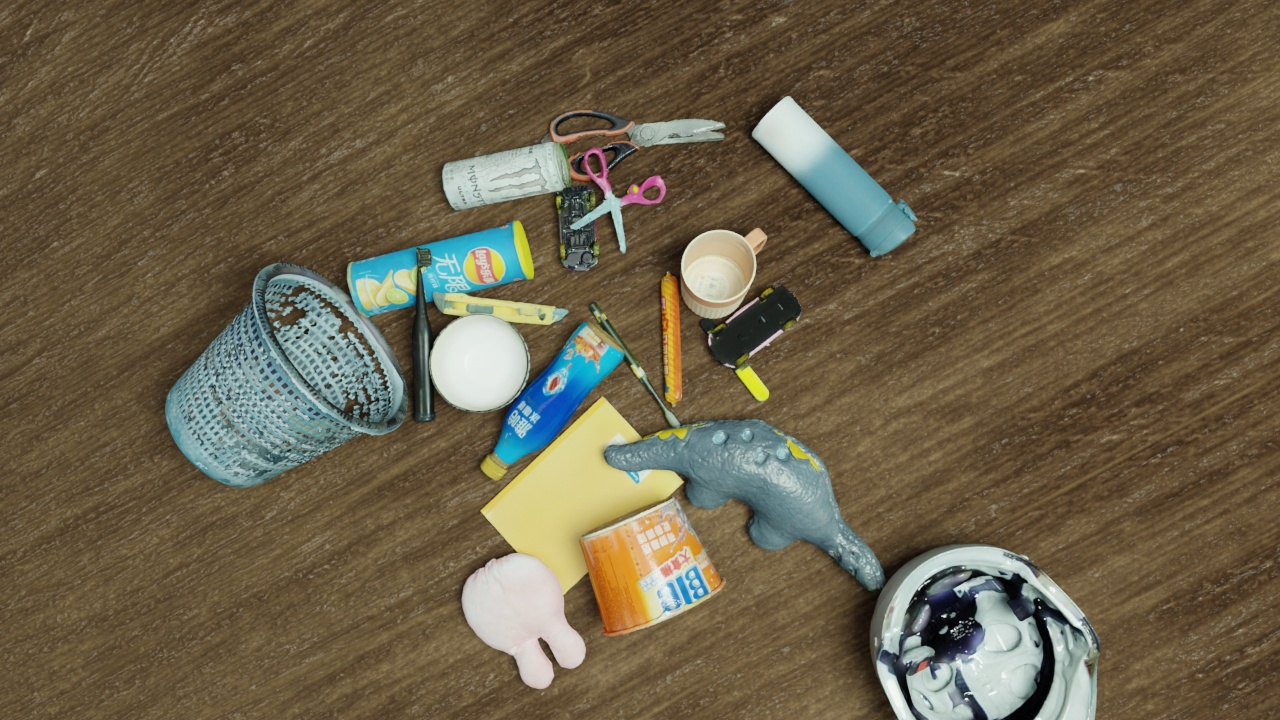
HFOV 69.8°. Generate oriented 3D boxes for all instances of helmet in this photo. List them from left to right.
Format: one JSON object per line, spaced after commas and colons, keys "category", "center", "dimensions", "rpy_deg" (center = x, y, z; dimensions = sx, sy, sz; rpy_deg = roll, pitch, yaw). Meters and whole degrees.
{"category": "helmet", "center": [0.363, 0.319, 1.013], "dimensions": [0.229, 0.146, 0.258], "rpy_deg": [-36, 95, 2]}

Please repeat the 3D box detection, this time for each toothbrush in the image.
{"category": "toothbrush", "center": [-0.256, -0.029, 1.082], "dimensions": [0.027, 0.026, 0.213], "rpy_deg": [0, 110, -11]}
{"category": "toothbrush", "center": [-0.007, 0.006, 1.113], "dimensions": [0.012, 0.017, 0.186], "rpy_deg": [-35, 84, 3]}

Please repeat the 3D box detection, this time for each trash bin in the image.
{"category": "trash bin", "center": [-0.415, 0.034, 1.047], "dimensions": [0.195, 0.226, 0.226], "rpy_deg": [-33, 86, 13]}

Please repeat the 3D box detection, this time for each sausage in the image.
{"category": "sausage", "center": [0.038, -0.026, 1.108], "dimensions": [0.021, 0.021, 0.165], "rpy_deg": [-2, 87, 3]}

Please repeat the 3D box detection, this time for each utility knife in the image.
{"category": "utility knife", "center": [-0.168, -0.063, 1.103], "dimensions": [0.162, 0.018, 0.031], "rpy_deg": [3, 123, -20]}

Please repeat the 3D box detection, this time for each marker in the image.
{"category": "marker", "center": [0.113, -0.002, 1.108], "dimensions": [0.018, 0.015, 0.124], "rpy_deg": [-37, 83, -6]}

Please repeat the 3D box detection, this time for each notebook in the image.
{"category": "notebook", "center": [-0.071, 0.165, 1.110], "dimensions": [0.206, 0.010, 0.146], "rpy_deg": [-44, 86, 0]}

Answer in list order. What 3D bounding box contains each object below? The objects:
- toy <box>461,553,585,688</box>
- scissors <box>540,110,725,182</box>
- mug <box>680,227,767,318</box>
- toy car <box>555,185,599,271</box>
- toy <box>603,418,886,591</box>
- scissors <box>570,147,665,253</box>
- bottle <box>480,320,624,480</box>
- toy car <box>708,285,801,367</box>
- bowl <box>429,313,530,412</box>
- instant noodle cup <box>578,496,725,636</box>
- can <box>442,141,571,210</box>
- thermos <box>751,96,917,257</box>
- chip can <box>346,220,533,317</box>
{"category": "toy", "center": [-0.138, 0.306, 1.083], "dimensions": [0.121, 0.054, 0.159], "rpy_deg": [-34, 85, 9]}
{"category": "scissors", "center": [-0.006, -0.262, 1.126], "dimensions": [0.206, 0.015, 0.193], "rpy_deg": [34, 88, 4]}
{"category": "mug", "center": [0.098, -0.107, 1.064], "dimensions": [0.114, 0.106, 0.081], "rpy_deg": [-42, 83, -5]}
{"category": "toy car", "center": [-0.076, -0.159, 1.115], "dimensions": [0.049, 0.031, 0.106], "rpy_deg": [-6, 82, 3]}
{"category": "toy", "center": [0.137, 0.144, 1.061], "dimensions": [0.356, 0.091, 0.138], "rpy_deg": [27, 98, 5]}
{"category": "scissors", "center": [-0.033, -0.197, 1.104], "dimensions": [0.133, 0.017, 0.135], "rpy_deg": [-33, 98, -17]}
{"category": "bottle", "center": [-0.109, 0.052, 1.087], "dimensions": [0.065, 0.065, 0.219], "rpy_deg": [41, 93, 4]}
{"category": "toy car", "center": [0.136, -0.040, 1.095], "dimensions": [0.122, 0.037, 0.056], "rpy_deg": [-36, 83, -3]}
{"category": "bowl", "center": [-0.187, 0.004, 1.096], "dimensions": [0.116, 0.066, 0.116], "rpy_deg": [0, 87, 2]}
{"category": "instant noodle cup", "center": [0.006, 0.227, 1.033], "dimensions": [0.151, 0.151, 0.111], "rpy_deg": [-23, 84, 1]}
{"category": "can", "center": [-0.160, -0.222, 1.102], "dimensions": [0.147, 0.058, 0.058], "rpy_deg": [-9, 87, 9]}
{"category": "thermos", "center": [0.231, -0.216, 1.087], "dimensions": [0.070, 0.070, 0.220], "rpy_deg": [-45, 86, 0]}
{"category": "chip can", "center": [-0.238, -0.109, 1.101], "dimensions": [0.210, 0.071, 0.071], "rpy_deg": [-13, 86, 2]}
